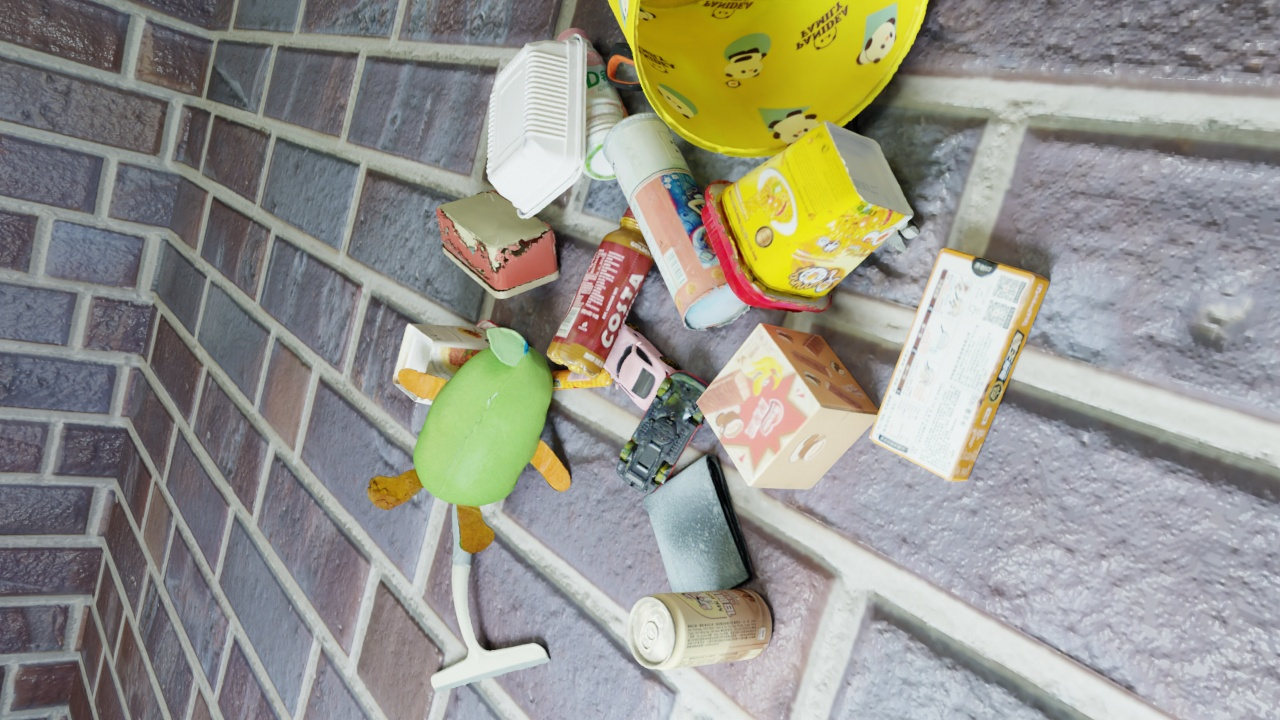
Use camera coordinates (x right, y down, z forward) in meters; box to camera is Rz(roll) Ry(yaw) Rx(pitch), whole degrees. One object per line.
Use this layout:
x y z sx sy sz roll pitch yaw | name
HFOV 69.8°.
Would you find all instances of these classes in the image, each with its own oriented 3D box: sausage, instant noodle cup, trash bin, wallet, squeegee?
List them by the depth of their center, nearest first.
0.131 -0.112 0.713 0.124 0.116 0.116 -37 61 38 | instant noodle cup
0.069 -0.327 0.745 0.230 0.229 0.255 -55 37 27 | trash bin
0.051 0.159 0.836 0.097 0.019 0.120 -41 56 39 | wallet
-0.116 -0.254 0.975 0.138 0.060 0.173 -24 60 52 | instant noodle cup
-0.082 0.021 1.011 0.165 0.021 0.021 -5 79 49 | sausage
-0.215 0.010 1.089 0.117 0.124 0.116 28 105 48 | instant noodle cup
-0.208 0.256 1.101 0.247 0.039 0.246 -30 61 42 | squeegee

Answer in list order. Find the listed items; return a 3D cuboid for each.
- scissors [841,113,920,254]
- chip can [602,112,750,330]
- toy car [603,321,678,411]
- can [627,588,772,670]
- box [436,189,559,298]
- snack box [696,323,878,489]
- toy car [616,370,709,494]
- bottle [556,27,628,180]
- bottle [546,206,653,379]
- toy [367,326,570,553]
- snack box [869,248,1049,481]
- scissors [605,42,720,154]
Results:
0.174 -0.180 0.756 0.206 0.015 0.194 18 96 49 | scissors
0.032 -0.131 0.858 0.071 0.071 0.214 -44 56 35 | chip can
-0.005 0.005 0.915 0.122 0.037 0.056 46 115 45 | toy car
0.050 0.218 0.748 0.059 0.116 0.058 -12 74 47 | can
-0.172 -0.147 1.076 0.168 0.091 0.079 37 142 46 | box
0.116 0.038 0.735 0.093 0.077 0.094 -53 48 28 | snack box
0.023 0.065 0.855 0.053 0.045 0.121 33 103 9 | toy car
-0.056 -0.288 1.006 0.068 0.068 0.196 -43 50 36 | bottle
-0.032 -0.070 0.918 0.057 0.057 0.174 18 80 49 | bottle
-0.176 0.082 1.002 0.247 0.227 0.090 -58 2 6 | toy
0.224 0.002 0.656 0.075 0.026 0.154 30 106 47 | snack box
0.045 -0.296 0.916 0.225 0.021 0.220 -6 74 38 | scissors
